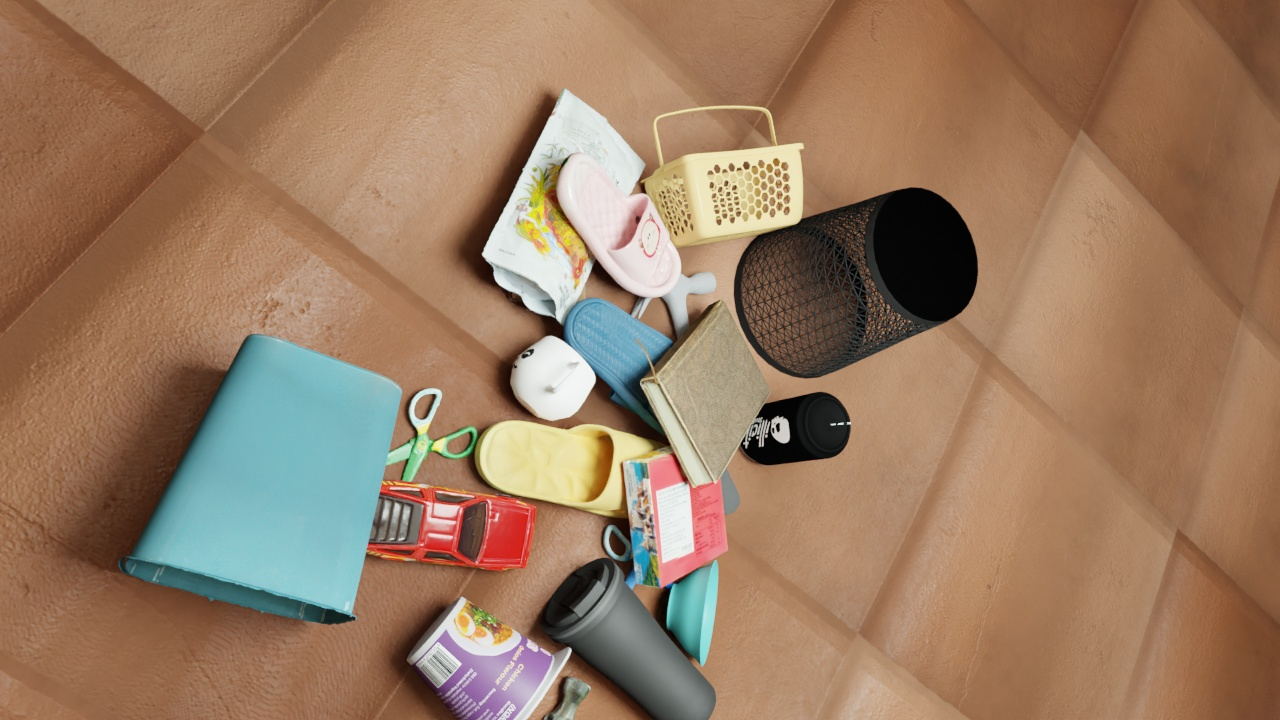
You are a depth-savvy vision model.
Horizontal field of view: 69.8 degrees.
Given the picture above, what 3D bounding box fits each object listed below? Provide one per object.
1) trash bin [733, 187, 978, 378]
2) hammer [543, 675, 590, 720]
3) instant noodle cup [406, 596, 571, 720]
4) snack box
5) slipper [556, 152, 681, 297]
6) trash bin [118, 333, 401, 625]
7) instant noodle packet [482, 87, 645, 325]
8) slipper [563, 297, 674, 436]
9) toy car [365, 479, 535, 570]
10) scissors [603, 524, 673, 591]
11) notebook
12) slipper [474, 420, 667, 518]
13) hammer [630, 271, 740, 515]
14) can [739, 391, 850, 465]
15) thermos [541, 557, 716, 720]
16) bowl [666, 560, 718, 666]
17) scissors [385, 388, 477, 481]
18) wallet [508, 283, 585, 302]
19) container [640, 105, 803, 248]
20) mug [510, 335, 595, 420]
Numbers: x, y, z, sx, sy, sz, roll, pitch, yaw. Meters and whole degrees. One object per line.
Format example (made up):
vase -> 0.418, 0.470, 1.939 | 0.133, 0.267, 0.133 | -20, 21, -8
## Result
trash bin -> 0.276, -0.103, 1.168 | 0.216, 0.244, 0.216 | 5, 78, -26
hammer -> 0.022, 0.494, 1.050 | 0.333, 0.033, 0.132 | 34, 65, -18
instant noodle cup -> -0.162, 0.309, 0.945 | 0.122, 0.122, 0.137 | 42, 92, -4
snack box -> 0.044, 0.173, 1.071 | 0.142, 0.040, 0.145 | -12, 98, -51
slipper -> -0.020, -0.155, 1.078 | 0.221, 0.056, 0.106 | 42, 53, -39
trash bin -> -0.337, 0.114, 0.855 | 0.196, 0.200, 0.218 | 23, 64, -22
instant noodle packet -> -0.083, -0.184, 1.082 | 0.147, 0.057, 0.268 | 41, 58, -32
slipper -> -0.006, 0.006, 1.089 | 0.213, 0.059, 0.103 | 42, 65, -21
toy car -> -0.203, 0.177, 0.977 | 0.189, 0.056, 0.081 | 13, 82, -28
scissors -> 0.005, 0.235, 1.098 | 0.129, 0.013, 0.125 | 40, 66, -15
notebook -> 0.073, 0.018, 1.084 | 0.190, 0.035, 0.214 | 62, 36, -16
slipper -> -0.057, 0.124, 1.051 | 0.263, 0.079, 0.099 | 13, 78, -26
hammer -> 0.069, 0.043, 1.159 | 0.124, 0.030, 0.311 | -11, 86, -29
can -> 0.189, 0.087, 1.143 | 0.080, 0.146, 0.080 | 5, 78, -26
thermos -> -0.008, 0.326, 1.029 | 0.218, 0.106, 0.105 | 49, 63, -16
bowl -> 0.059, 0.293, 1.080 | 0.046, 0.121, 0.121 | 6, 75, 12
scissors -> -0.243, 0.085, 0.999 | 0.129, 0.012, 0.117 | -21, 94, -27
wallet -> -0.113, -0.127, 1.099 | 0.098, 0.027, 0.121 | 1, 79, -30
container -> 0.103, -0.240, 1.172 | 0.183, 0.129, 0.167 | -13, 94, -28
mug -> -0.097, 0.023, 1.022 | 0.090, 0.124, 0.076 | 46, 74, -12
